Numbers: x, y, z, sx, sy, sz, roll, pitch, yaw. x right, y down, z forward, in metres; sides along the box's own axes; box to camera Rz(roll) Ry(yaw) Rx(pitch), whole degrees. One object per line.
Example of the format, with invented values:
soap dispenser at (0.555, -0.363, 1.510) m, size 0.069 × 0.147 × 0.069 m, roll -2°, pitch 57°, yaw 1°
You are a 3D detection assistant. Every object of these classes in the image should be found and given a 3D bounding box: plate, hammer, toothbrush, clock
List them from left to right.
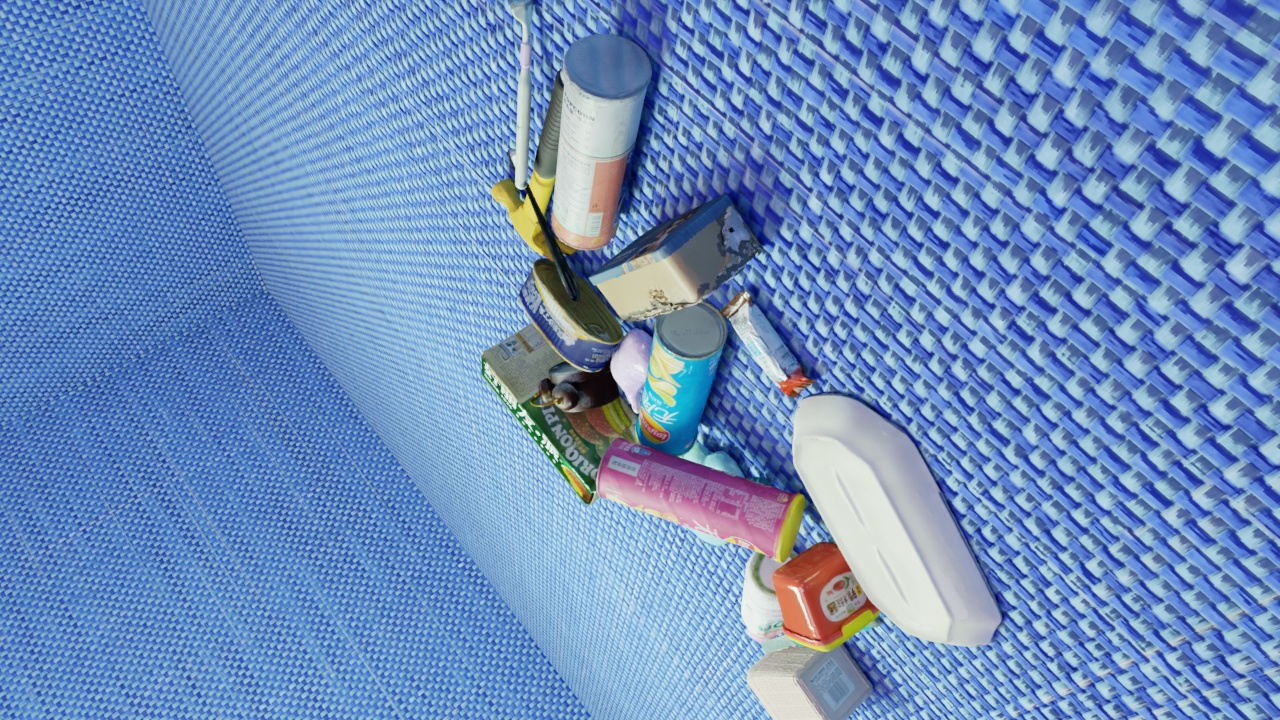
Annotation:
toothbrush at (-0.115, -0.252, 0.888) m, size 0.020 × 0.029 × 0.190 m, roll 20°, pitch 130°, yaw 17°
toothbrush at (-0.100, -0.142, 0.984) m, size 0.018 × 0.015 × 0.181 m, roll 9°, pitch 128°, yaw 49°
hammer at (-0.097, -0.202, 0.962) m, size 0.129 × 0.032 × 0.301 m, roll 52°, pitch 157°, yaw 7°
clock at (-0.078, 0.030, 1.121) m, size 0.082 × 0.121 × 0.055 m, roll 10°, pitch 117°, yaw 60°
plate at (0.214, 0.150, 0.814) m, size 0.266 × 0.034 × 0.162 m, roll 61°, pitch 156°, yaw -10°

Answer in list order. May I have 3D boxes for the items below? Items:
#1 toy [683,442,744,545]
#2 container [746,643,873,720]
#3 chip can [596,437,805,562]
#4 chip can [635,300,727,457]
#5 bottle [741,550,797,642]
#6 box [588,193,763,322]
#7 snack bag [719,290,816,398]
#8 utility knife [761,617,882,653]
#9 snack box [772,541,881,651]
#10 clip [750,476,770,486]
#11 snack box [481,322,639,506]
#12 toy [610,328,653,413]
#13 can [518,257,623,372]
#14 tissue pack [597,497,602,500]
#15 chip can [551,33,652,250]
toy at (0.080, 0.162, 1.072) m, size 0.162 × 0.049 × 0.156 m, roll 12°, pitch 124°, yaw 48°
container at (0.199, 0.377, 1.073) m, size 0.090 × 0.090 × 0.111 m, roll 54°, pitch 154°, yaw 4°
chip can at (0.061, 0.142, 0.959) m, size 0.211 × 0.071 × 0.071 m, roll 16°, pitch 140°, yaw 23°
chip can at (0.039, 0.025, 0.946) m, size 0.071 × 0.071 × 0.211 m, roll 47°, pitch 155°, yaw 21°
bottle at (0.150, 0.282, 1.072) m, size 0.068 × 0.068 × 0.197 m, roll 44°, pitch 157°, yaw 26°
box at (0.024, -0.085, 0.810) m, size 0.061 × 0.089 × 0.185 m, roll 55°, pitch 156°, yaw -13°
snack bag at (0.112, -0.013, 0.811) m, size 0.104 × 0.026 × 0.048 m, roll 54°, pitch 150°, yaw 6°
utility knife at (0.195, 0.308, 1.030) m, size 0.029 × 0.013 × 0.216 m, roll 48°, pitch 144°, yaw 2°
snack box at (0.182, 0.232, 0.918) m, size 0.082 × 0.091 × 0.080 m, roll -7°, pitch 108°, yaw 64°
clip at (0.138, 0.148, 0.986) m, size 0.056 × 0.014 × 0.043 m, roll 58°, pitch 156°, yaw -3°
snack box at (-0.095, 0.061, 1.195) m, size 0.240 × 0.114 × 0.063 m, roll 49°, pitch 155°, yaw 15°
toy at (-0.006, 0.006, 1.043) m, size 0.083 × 0.038 × 0.108 m, roll 66°, pitch 154°, yaw 17°
can at (-0.081, -0.053, 1.047) m, size 0.148 × 0.074 × 0.049 m, roll 50°, pitch 124°, yaw 27°
tissue pack at (-0.087, 0.134, 1.339) m, size 0.140 × 0.063 × 0.090 m, roll 40°, pitch 152°, yaw 33°
chip can at (-0.041, -0.186, 0.825) m, size 0.071 × 0.071 × 0.215 m, roll 49°, pitch 156°, yaw 16°
